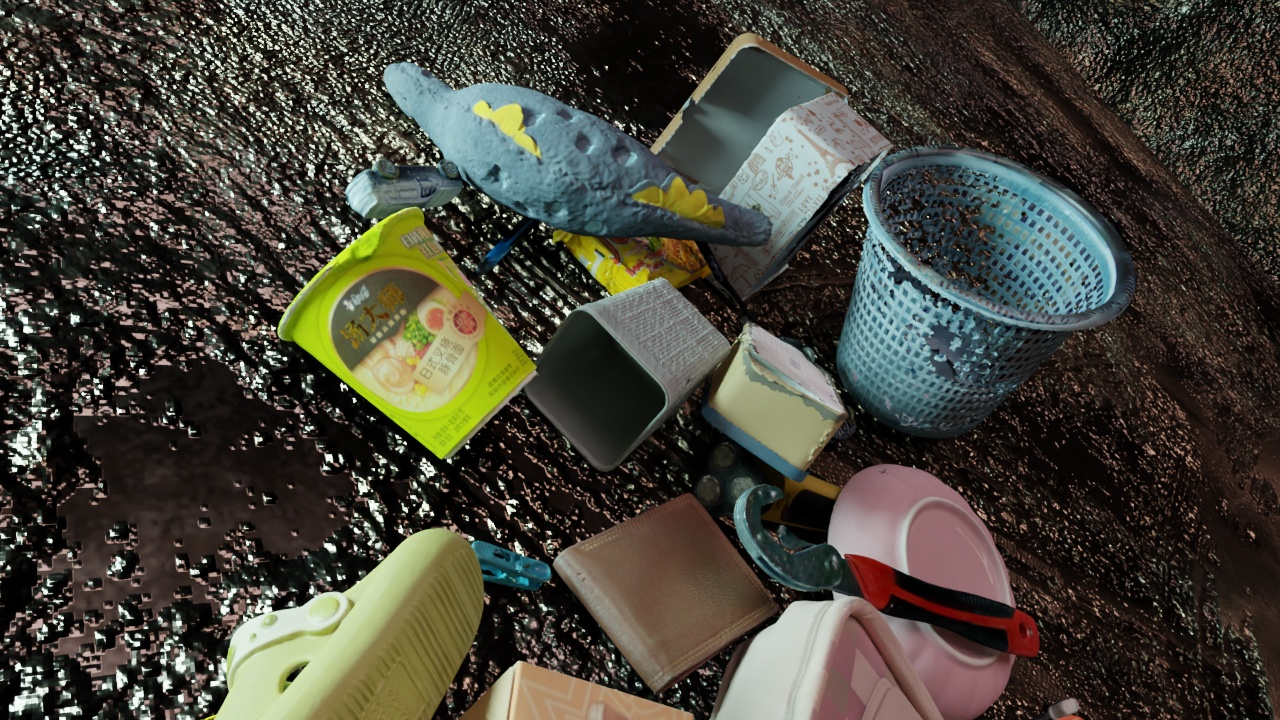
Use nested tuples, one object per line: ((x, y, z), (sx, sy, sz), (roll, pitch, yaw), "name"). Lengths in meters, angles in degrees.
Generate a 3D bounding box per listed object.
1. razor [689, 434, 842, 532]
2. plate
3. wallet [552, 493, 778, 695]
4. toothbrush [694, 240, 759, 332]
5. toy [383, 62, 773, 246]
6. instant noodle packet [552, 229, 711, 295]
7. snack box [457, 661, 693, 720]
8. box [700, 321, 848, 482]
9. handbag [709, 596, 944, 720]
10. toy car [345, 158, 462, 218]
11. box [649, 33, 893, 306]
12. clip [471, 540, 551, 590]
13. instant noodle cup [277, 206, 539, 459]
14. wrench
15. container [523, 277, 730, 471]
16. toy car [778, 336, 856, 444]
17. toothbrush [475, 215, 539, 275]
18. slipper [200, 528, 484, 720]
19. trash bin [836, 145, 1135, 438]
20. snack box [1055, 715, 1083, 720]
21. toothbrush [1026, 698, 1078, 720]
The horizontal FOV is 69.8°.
((0.115, 0.103, 0.676), (0.167, 0.062, 0.067), (20, 9, -31), "razor")
((0.217, 0.163, 0.670), (0.192, 0.039, 0.192), (19, 56, -31), "plate")
((0.018, 0.142, 0.576), (0.124, 0.032, 0.101), (-15, 59, -47), "wallet")
((0.058, -0.088, 0.793), (0.016, 0.014, 0.189), (-44, 113, -27), "toothbrush")
((-0.070, -0.159, 0.721), (0.356, 0.091, 0.137), (25, 21, 10), "toy")
((-0.003, -0.096, 0.787), (0.111, 0.044, 0.128), (41, 38, 10), "instant noodle packet")
((-0.038, 0.202, 0.415), (0.094, 0.093, 0.076), (24, 40, -19), "snack box")
((0.097, 0.026, 0.675), (0.090, 0.061, 0.184), (35, 14, 2), "box")
((0.140, 0.269, 0.513), (0.234, 0.094, 0.192), (43, 38, -6), "handbag")
((-0.172, -0.126, 0.680), (0.090, 0.043, 0.034), (-15, 76, -47), "toy car")
((0.104, -0.188, 0.853), (0.178, 0.183, 0.152), (44, 38, 6), "box")
((-0.078, 0.119, 0.526), (0.056, 0.040, 0.014), (25, 40, -29), "clip")
((-0.130, -0.009, 0.551), (0.123, 0.112, 0.111), (45, 37, -4), "instant noodle cup")
((0.170, 0.148, 0.600), (0.273, 0.016, 0.056), (26, 54, -23), "wrench")
((-0.004, 0.004, 0.649), (0.090, 0.090, 0.114), (46, 35, 9), "container")
((0.144, 0.026, 0.791), (0.048, 0.031, 0.105), (-4, 57, -46), "toy car")
((-0.091, -0.116, 0.762), (0.014, 0.016, 0.189), (43, 40, -10), "toothbrush")
((-0.142, 0.151, 0.405), (0.082, 0.092, 0.190), (8, 40, 26), "slipper")
((0.274, -0.044, 0.810), (0.226, 0.196, 0.226), (7, 46, -8), "trash bin")
((0.282, 0.286, 0.607), (0.091, 0.082, 0.080), (4, 40, -38), "snack box")
((0.265, 0.268, 0.660), (0.180, 0.018, 0.015), (0, 55, -37), "toothbrush")
